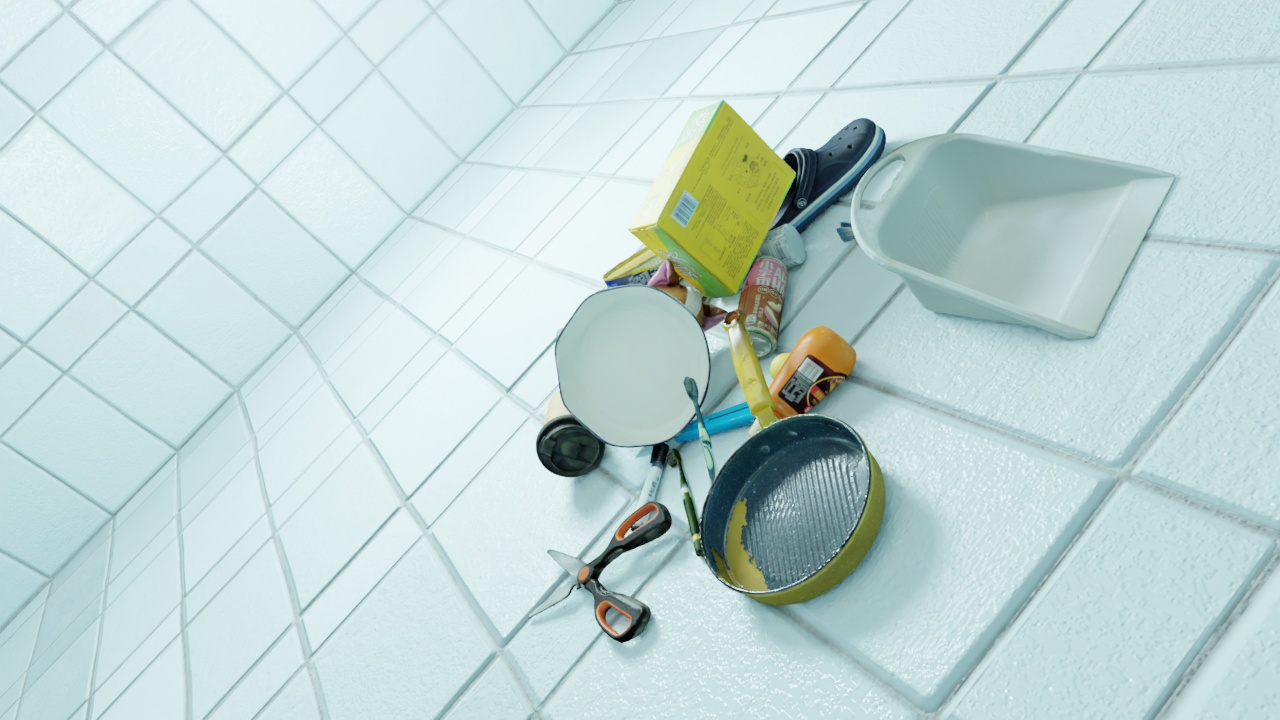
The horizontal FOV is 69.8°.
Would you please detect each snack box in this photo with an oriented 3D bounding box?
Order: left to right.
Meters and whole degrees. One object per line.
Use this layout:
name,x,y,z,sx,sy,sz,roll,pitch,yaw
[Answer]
snack box,0.098,-0.211,1.216,0.070,0.157,0.209,-2,56,55

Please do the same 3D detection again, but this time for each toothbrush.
toothbrush,0.051,0.161,1.059,0.017,0.012,0.185,-41,28,16
toothbrush,0.074,0.097,1.048,0.016,0.018,0.191,-26,53,19

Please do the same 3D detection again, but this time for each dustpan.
dustpan,0.360,-0.153,0.955,0.258,0.142,0.222,4,54,56

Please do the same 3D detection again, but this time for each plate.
plate,-0.007,0.007,1.154,0.205,0.205,0.045,-33,-8,18

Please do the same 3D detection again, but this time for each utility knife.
utility knife,0.071,0.084,1.133,0.224,0.018,0.034,-22,34,37

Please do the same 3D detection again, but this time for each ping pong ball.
ping pong ball,0.172,0.011,1.076,0.040,0.040,0.040,-31,30,21

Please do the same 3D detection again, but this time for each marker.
marker,0.011,0.153,1.113,0.018,0.022,0.130,-51,13,48

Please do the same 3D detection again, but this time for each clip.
clip,0.284,-0.169,1.197,0.058,0.025,0.036,0,42,47

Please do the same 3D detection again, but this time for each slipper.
slipper,0.232,-0.260,1.315,0.253,0.095,0.105,-45,31,5

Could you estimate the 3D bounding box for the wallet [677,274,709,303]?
wallet,0.057,-0.105,1.385,0.130,0.037,0.106,-2,50,51

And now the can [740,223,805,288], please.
can,0.154,-0.138,1.281,0.147,0.058,0.058,-21,35,35

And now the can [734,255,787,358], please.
can,0.155,-0.070,1.189,0.058,0.058,0.147,-22,35,34

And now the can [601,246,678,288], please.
can,0.015,-0.140,1.388,0.148,0.049,0.075,-34,20,-15

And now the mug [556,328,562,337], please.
mug,-0.060,-0.030,1.360,0.124,0.084,0.103,-6,25,-10

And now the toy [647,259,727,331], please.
toy,0.013,-0.027,1.224,0.200,0.140,0.130,-44,29,13

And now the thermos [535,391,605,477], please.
thermos,-0.098,0.095,1.265,0.093,0.093,0.143,-38,22,10

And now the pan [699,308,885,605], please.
pan,0.134,0.082,0.953,0.198,0.078,0.356,-32,36,24

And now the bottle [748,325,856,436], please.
bottle,0.175,0.032,1.028,0.149,0.066,0.067,-50,28,3

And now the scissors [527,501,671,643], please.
scissors,-0.043,0.244,1.049,0.232,0.021,0.221,-49,31,4
